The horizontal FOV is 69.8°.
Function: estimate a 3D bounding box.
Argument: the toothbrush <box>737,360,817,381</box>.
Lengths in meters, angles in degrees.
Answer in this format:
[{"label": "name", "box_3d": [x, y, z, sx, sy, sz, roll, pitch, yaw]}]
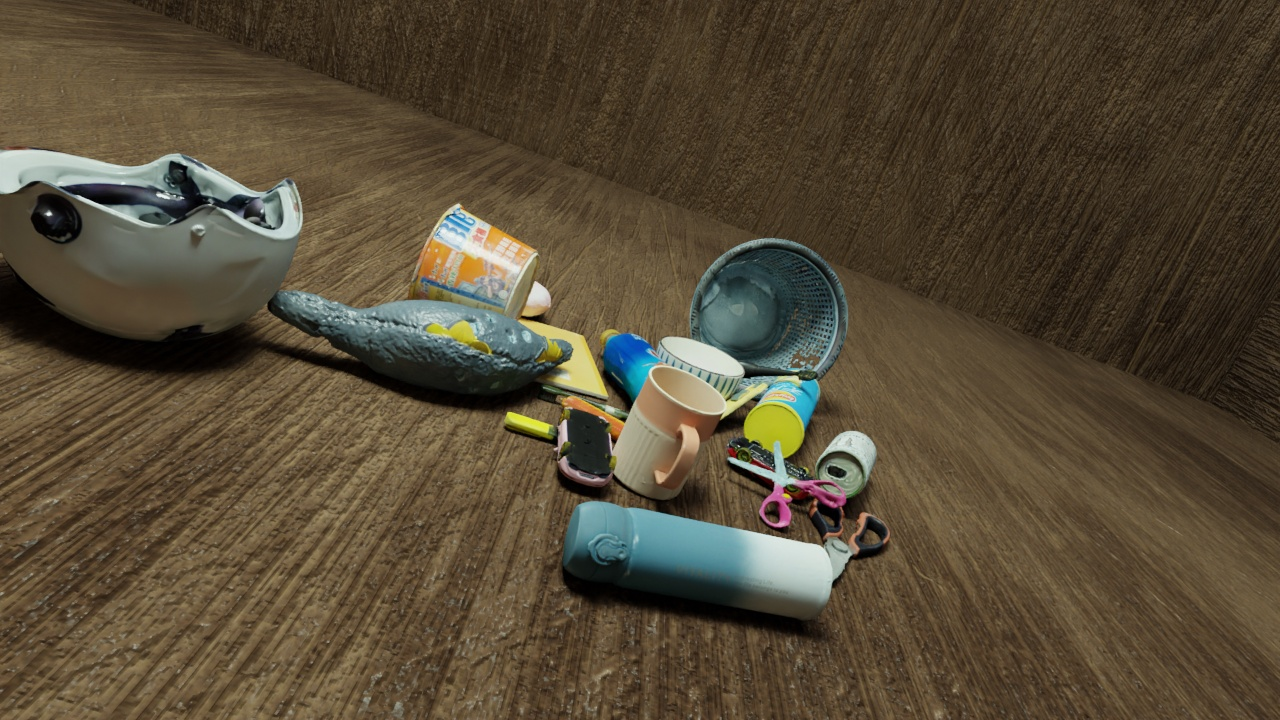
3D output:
[{"label": "toothbrush", "box_3d": [0.135, 0.013, 1.223, 0.213, 0.026, 0.027, 5, 21, 33]}]

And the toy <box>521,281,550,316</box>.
[{"label": "toy", "box_3d": [-0.200, -0.100, 1.261, 0.159, 0.054, 0.121, 19, 9, -9]}]

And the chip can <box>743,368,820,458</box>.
[{"label": "chip can", "box_3d": [0.187, 0.064, 1.180, 0.071, 0.071, 0.209, 24, 17, 11]}]

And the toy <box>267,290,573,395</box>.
[{"label": "toy", "box_3d": [-0.197, -0.017, 0.953, 0.355, 0.091, 0.138, 10, 11, -36]}]

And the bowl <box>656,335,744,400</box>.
[{"label": "bowl", "box_3d": [0.069, 0.022, 1.181, 0.116, 0.066, 0.116, 18, 18, -6]}]

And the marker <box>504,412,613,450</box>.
[{"label": "marker", "box_3d": [-0.078, 0.078, 0.928, 0.124, 0.015, 0.018, 20, 23, -13]}]

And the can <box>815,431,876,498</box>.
[{"label": "can", "box_3d": [0.240, 0.120, 1.067, 0.058, 0.058, 0.146, 26, 11, 15]}]

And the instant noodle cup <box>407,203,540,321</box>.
[{"label": "instant noodle cup", "box_3d": [-0.193, -0.095, 1.090, 0.111, 0.151, 0.151, 23, 17, 1]}]

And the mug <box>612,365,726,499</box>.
[{"label": "mug", "box_3d": [0.027, 0.078, 0.883, 0.081, 0.106, 0.114, 18, 22, -18]}]

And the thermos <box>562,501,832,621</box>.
[{"label": "thermos", "box_3d": [0.045, 0.160, 0.732, 0.220, 0.070, 0.070, 15, 18, -19]}]

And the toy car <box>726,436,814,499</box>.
[{"label": "toy car", "box_3d": [0.143, 0.119, 1.025, 0.106, 0.031, 0.049, 31, 19, 17]}]

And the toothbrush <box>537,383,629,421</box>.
[{"label": "toothbrush", "box_3d": [-0.027, 0.063, 1.035, 0.185, 0.017, 0.012, 20, 15, -10]}]

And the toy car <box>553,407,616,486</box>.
[{"label": "toy car", "box_3d": [-0.054, 0.085, 0.888, 0.056, 0.037, 0.122, 20, 20, -13]}]

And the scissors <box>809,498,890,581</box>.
[{"label": "scissors", "box_3d": [0.190, 0.180, 0.927, 0.206, 0.015, 0.193, 11, 21, -30]}]

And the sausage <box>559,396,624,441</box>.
[{"label": "sausage", "box_3d": [-0.021, 0.077, 0.982, 0.165, 0.021, 0.021, 28, 18, 21]}]

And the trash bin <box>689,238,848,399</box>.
[{"label": "trash bin", "box_3d": [0.172, -0.067, 1.373, 0.226, 0.226, 0.195, 19, 5, -7]}]

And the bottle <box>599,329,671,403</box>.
[{"label": "bottle", "box_3d": [-0.007, 0.007, 1.133, 0.065, 0.065, 0.218, 13, 15, -24]}]

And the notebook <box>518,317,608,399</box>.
[{"label": "notebook", "box_3d": [-0.124, -0.012, 1.154, 0.145, 0.010, 0.206, 15, 18, -18]}]

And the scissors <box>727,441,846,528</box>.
[{"label": "scissors", "box_3d": [0.156, 0.130, 0.969, 0.135, 0.017, 0.133, 8, 36, -3]}]

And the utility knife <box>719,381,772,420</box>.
[{"label": "utility knife", "box_3d": [0.113, 0.058, 1.140, 0.031, 0.018, 0.162, -8, 19, 44]}]

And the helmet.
[{"label": "helmet", "box_3d": [-0.441, -0.098, 0.818, 0.258, 0.146, 0.229, 9, 18, -8]}]
